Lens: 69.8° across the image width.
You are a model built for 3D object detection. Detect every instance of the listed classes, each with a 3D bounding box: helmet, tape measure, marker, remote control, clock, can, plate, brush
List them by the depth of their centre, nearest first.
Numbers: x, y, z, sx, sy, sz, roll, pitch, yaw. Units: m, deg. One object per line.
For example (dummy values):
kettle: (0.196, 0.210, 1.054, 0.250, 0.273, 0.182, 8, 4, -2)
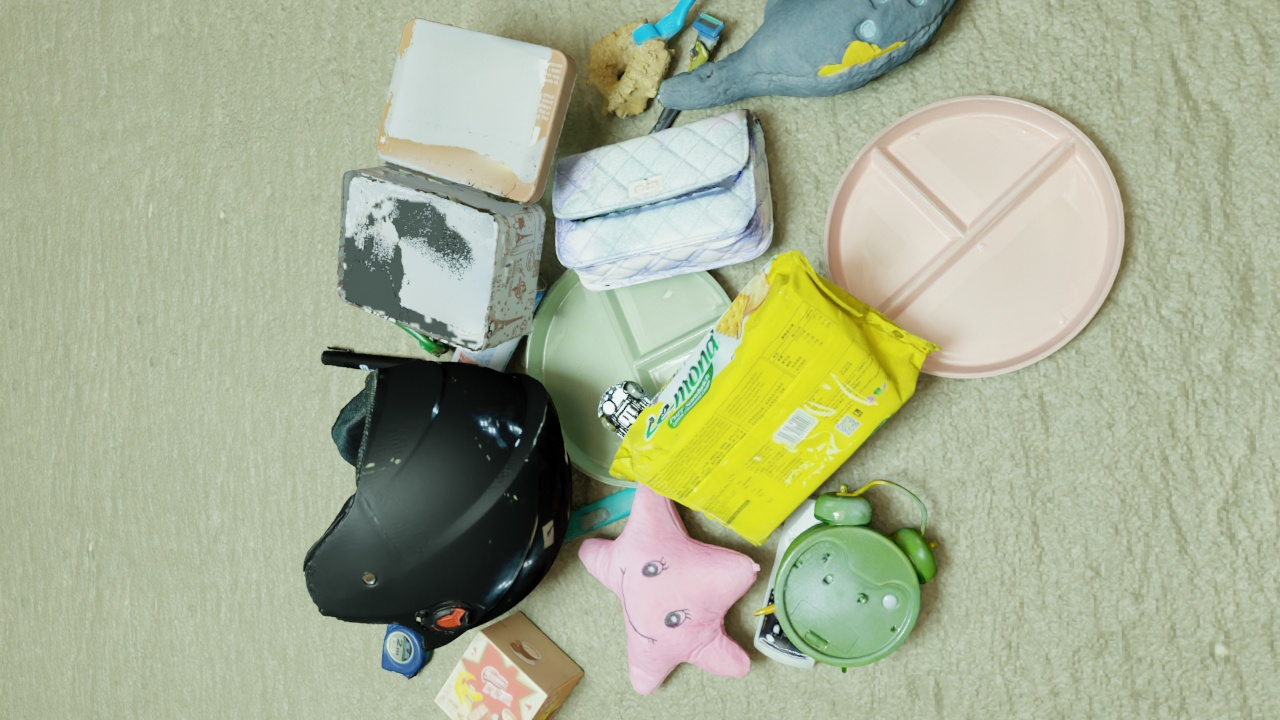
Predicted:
plate: (0.267, -0.100, 0.752, 0.230, 0.028, 0.229, 0, 89, 23)
clock: (0.177, 0.174, 0.761, 0.116, 0.056, 0.161, 33, 96, 0)
remote control: (0.144, 0.195, 0.810, 0.058, 0.021, 0.150, 15, 95, 23)
brush: (0.040, -0.321, 0.825, 0.255, 0.045, 0.083, -41, 64, 30)
helmet: (-0.174, 0.129, 0.841, 0.230, 0.233, 0.275, -11, 122, -3)
plate: (-0.005, 0.005, 0.872, 0.231, 0.027, 0.230, 0, 89, 24)
can: (-0.145, -0.029, 0.910, 0.053, 0.053, 0.135, 38, 114, 19)
tape measure: (-0.250, 0.308, 0.981, 0.054, 0.025, 0.058, 11, 98, 22)
marker: (-0.294, 0.001, 1.005, 0.132, 0.020, 0.022, 6, 76, 25)

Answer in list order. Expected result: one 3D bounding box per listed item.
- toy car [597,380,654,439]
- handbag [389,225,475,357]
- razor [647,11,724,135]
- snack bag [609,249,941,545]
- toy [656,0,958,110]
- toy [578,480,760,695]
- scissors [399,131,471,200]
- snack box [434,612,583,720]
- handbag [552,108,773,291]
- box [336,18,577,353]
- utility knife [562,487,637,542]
toy car: (0.009, 0.061, 0.832, 0.105, 0.031, 0.049, 40, 104, 7)
handbag: (-0.213, -0.084, 0.942, 0.120, 0.068, 0.131, 44, 106, 17)
razor: (0.038, -0.251, 0.857, 0.143, 0.022, 0.042, -61, 36, 17)
snack bag: (0.107, 0.042, 0.747, 0.158, 0.068, 0.247, 31, 115, -17)
toy: (0.175, -0.294, 0.761, 0.357, 0.091, 0.137, -33, 66, 18)
toy: (0.030, 0.198, 0.829, 0.179, 0.074, 0.194, -26, 80, 30)
scissors: (-0.229, -0.193, 0.944, 0.177, 0.014, 0.159, -18, 44, 12)
snack box: (-0.129, 0.319, 0.899, 0.093, 0.077, 0.094, 38, 104, 20)
handbag: (0.019, -0.144, 0.822, 0.194, 0.075, 0.134, -11, 63, 18)
box: (-0.168, -0.159, 0.813, 0.178, 0.088, 0.262, 21, 112, 22)
utility knife: (-0.052, 0.157, 0.900, 0.193, 0.013, 0.029, -26, 79, 22)
